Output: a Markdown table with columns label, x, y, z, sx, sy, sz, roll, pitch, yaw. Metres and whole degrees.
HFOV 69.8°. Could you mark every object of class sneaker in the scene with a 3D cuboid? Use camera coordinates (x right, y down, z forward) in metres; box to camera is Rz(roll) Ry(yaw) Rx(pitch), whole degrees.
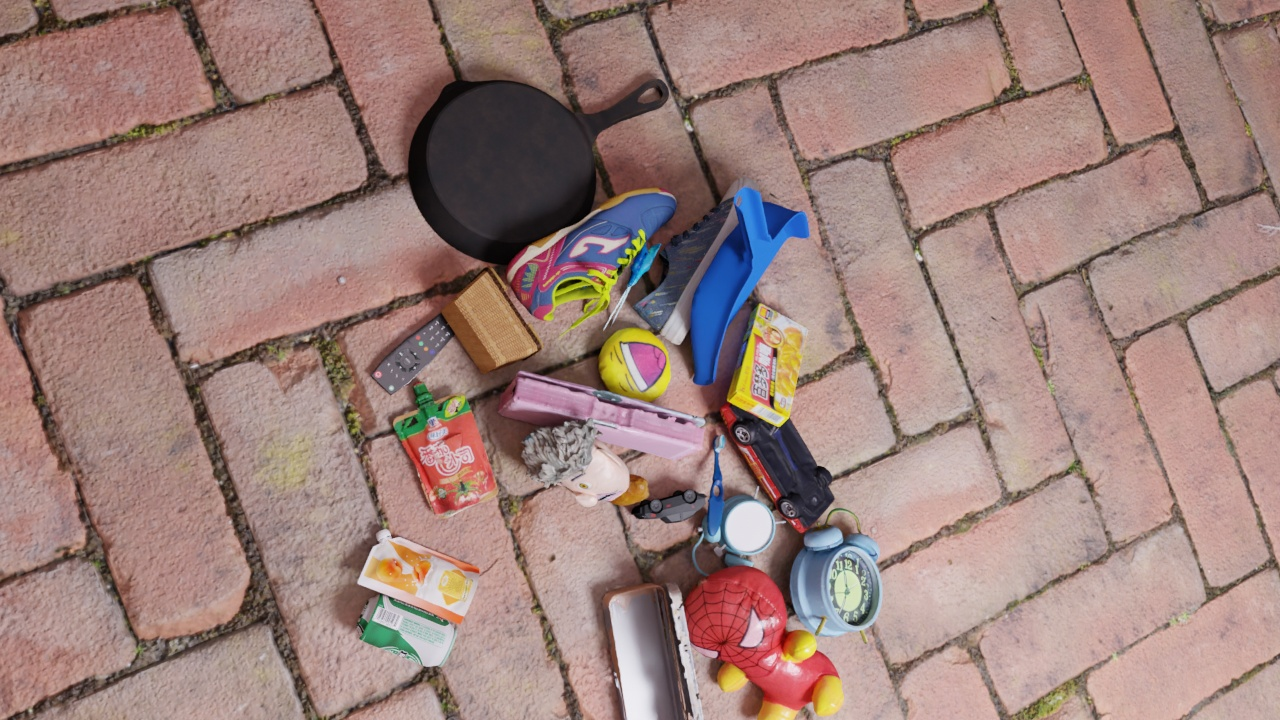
| label | x | y | z | sx | sy | sz | roll | pitch | yaw |
| --- | --- | --- | --- | --- | --- | --- | --- | --- | --- |
| sneaker | 0.070 | -0.137 | 1.136 | 0.079 | 0.087 | 0.235 | 29 | 77 | -1 |
| sneaker | -0.041 | -0.121 | 1.090 | 0.241 | 0.116 | 0.091 | -32 | 76 | -23 |

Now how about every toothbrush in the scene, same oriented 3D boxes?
| label | x | y | z | sx | sy | sz | roll | pitch | yaw |
| --- | --- | --- | --- | --- | --- | --- | --- | --- | --- |
| toothbrush | 0.093 | 0.151 | 1.121 | 0.021 | 0.016 | 0.132 | 16 | 60 | -18 |

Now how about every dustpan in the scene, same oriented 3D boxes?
| label | x | y | z | sx | sy | sz | roll | pitch | yaw |
| --- | --- | --- | --- | --- | --- | --- | --- | --- | --- |
| dustpan | 0.121 | -0.118 | 1.064 | 0.059 | 0.258 | 0.245 | 27 | 72 | 26 |

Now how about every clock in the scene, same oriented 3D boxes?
| label | x | y | z | sx | sy | sz | roll | pitch | yaw |
| --- | --- | --- | --- | --- | --- | --- | --- | --- | --- |
| clock | 0.115 | 0.217 | 1.132 | 0.123 | 0.042 | 0.087 | -39 | 96 | -12 |
| clock | 0.245 | 0.265 | 1.140 | 0.118 | 0.060 | 0.162 | 15 | 69 | -33 |

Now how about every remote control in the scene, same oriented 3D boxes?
| label | x | y | z | sx | sy | sz | roll | pitch | yaw |
| --- | --- | --- | --- | --- | --- | --- | --- | --- | --- |
| remote control | -0.252 | -0.014 | 1.054 | 0.039 | 0.010 | 0.124 | 47 | 73 | -8 |

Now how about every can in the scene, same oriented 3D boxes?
| label | x | y | z | sx | sy | sz | roll | pitch | yaw |
| --- | --- | --- | --- | --- | --- | --- | --- | --- | --- |
| can | -0.254 | 0.293 | 0.995 | 0.101 | 0.053 | 0.053 | 26 | 76 | -13 |

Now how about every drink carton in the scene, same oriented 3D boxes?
| label | x | y | z | sx | sy | sz | roll | pitch | yaw |
| --- | --- | --- | --- | --- | --- | --- | --- | --- | --- |
| drink carton | -0.243 | 0.237 | 1.012 | 0.122 | 0.039 | 0.069 | 25 | 52 | -13 |

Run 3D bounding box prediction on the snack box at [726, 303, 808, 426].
| label | x | y | z | sx | sy | sz | roll | pitch | yaw |
| --- | --- | --- | --- | --- | --- | --- | --- | --- | --- |
| snack box | 0.160 | 0.004 | 1.142 | 0.075 | 0.025 | 0.151 | 27 | 52 | -9 |

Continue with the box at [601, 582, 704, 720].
| label | x | y | z | sx | sy | sz | roll | pitch | yaw |
| --- | --- | --- | --- | --- | --- | --- | --- | --- | --- |
| box | 0.017 | 0.371 | 1.063 | 0.108 | 0.095 | 0.216 | -10 | 87 | 6 |

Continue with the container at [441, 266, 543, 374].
| label | x | y | z | sx | sy | sz | roll | pitch | yaw |
| --- | --- | --- | --- | --- | --- | --- | --- | --- | --- |
| container | -0.173 | -0.040 | 1.049 | 0.061 | 0.063 | 0.114 | -36 | 95 | -31 |

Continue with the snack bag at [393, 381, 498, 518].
| label | x | y | z | sx | sy | sz | roll | pitch | yaw |
| --- | --- | --- | --- | --- | --- | --- | --- | --- | --- |
| snack bag | -0.223 | 0.096 | 1.041 | 0.087 | 0.044 | 0.155 | -22 | 85 | -8 |

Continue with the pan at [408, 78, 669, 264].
| label | x | y | z | sx | sy | sz | roll | pitch | yaw |
| --- | --- | --- | --- | --- | --- | --- | --- | --- | --- |
| pan | -0.106 | -0.263 | 1.112 | 0.355 | 0.043 | 0.248 | -32 | 94 | -18 |

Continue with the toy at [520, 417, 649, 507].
| label | x | y | z | sx | sy | sz | roll | pitch | yaw |
| --- | --- | --- | --- | --- | --- | --- | --- | --- | --- |
| toy | -0.063 | 0.128 | 1.048 | 0.176 | 0.133 | 0.076 | 32 | 61 | -28 |

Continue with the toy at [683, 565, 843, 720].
| label | x | y | z | sx | sy | sz | roll | pitch | yaw |
| --- | --- | --- | --- | --- | --- | --- | --- | --- | --- |
| toy | 0.140 | 0.335 | 1.087 | 0.148 | 0.098 | 0.216 | -35 | 97 | 24 |

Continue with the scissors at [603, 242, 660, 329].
| label | x | y | z | sx | sy | sz | roll | pitch | yaw |
| --- | --- | --- | --- | --- | --- | --- | --- | --- | --- |
| scissors | -0.016 | -0.089 | 1.087 | 0.015 | 0.103 | 0.133 | 33 | 89 | 7 |

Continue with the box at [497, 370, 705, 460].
| label | x | y | z | sx | sy | sz | roll | pitch | yaw |
| --- | --- | --- | --- | --- | --- | --- | --- | --- | --- |
| box | -0.045 | 0.065 | 1.070 | 0.232 | 0.098 | 0.046 | 15 | 72 | -14 |

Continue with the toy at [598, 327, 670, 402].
| label | x | y | z | sx | sy | sz | roll | pitch | yaw |
| --- | --- | --- | --- | --- | --- | --- | --- | --- | --- |
| toy | -0.007 | 0.007 | 1.114 | 0.094 | 0.041 | 0.095 | -21 | 88 | -22 |

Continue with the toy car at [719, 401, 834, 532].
| label | x | y | z | sx | sy | sz | roll | pitch | yaw |
| --- | --- | --- | --- | --- | --- | --- | --- | --- | --- |
| toy car | 0.171 | 0.119 | 1.143 | 0.081 | 0.056 | 0.189 | -35 | 93 | -36 |

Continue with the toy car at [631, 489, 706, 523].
| label | x | y | z | sx | sy | sz | roll | pitch | yaw |
| --- | --- | --- | --- | --- | --- | --- | --- | --- | --- |
| toy car | 0.035 | 0.179 | 1.105 | 0.091 | 0.042 | 0.036 | -13 | 85 | -19 |
